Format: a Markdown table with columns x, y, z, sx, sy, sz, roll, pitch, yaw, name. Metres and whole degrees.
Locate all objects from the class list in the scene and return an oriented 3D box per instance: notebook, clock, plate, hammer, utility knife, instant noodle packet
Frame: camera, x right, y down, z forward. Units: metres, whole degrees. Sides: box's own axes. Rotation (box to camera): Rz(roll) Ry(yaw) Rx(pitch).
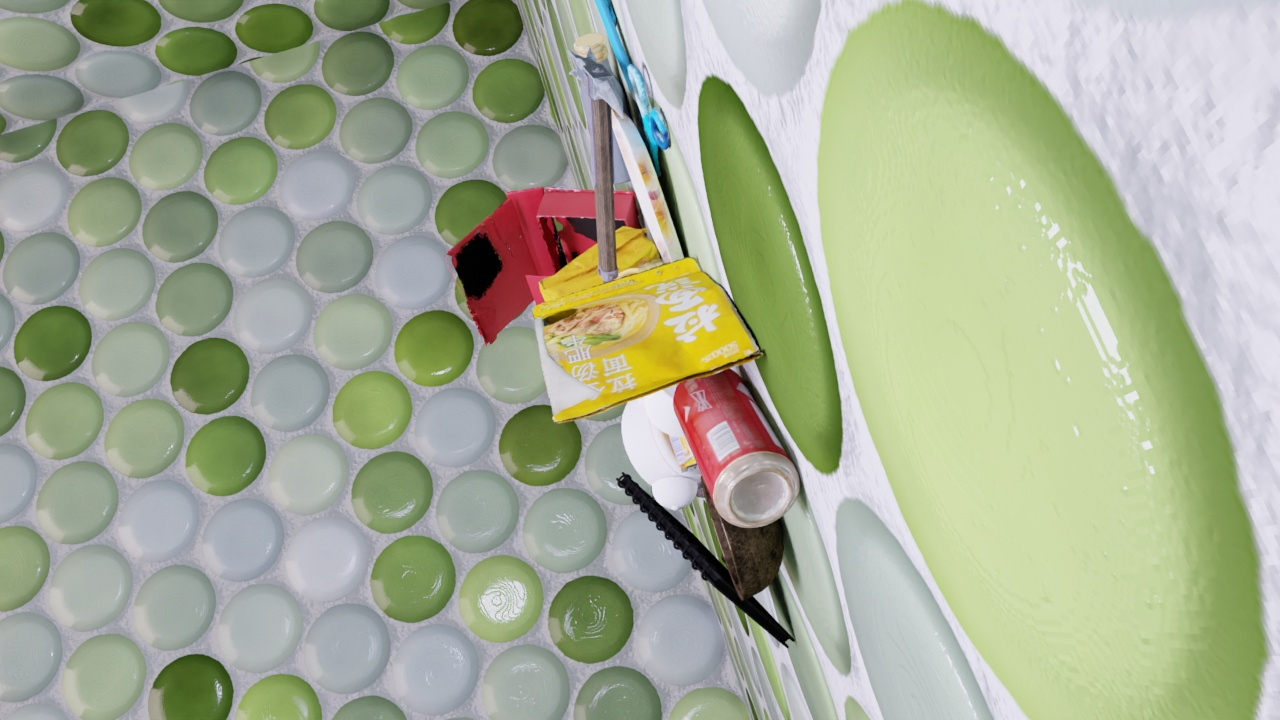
| x | y | z | sx | sy | sz | roll | pitch | yaw | name |
| --- | --- | --- | --- | --- | --- | --- | --- | --- | --- |
| 0.069 | 0.226 | 1.068 | 0.169 | 0.019 | 0.231 | 46 | 176 | -35 | notebook |
| 0.033 | 0.094 | 1.091 | 0.125 | 0.073 | 0.161 | -9 | -104 | -53 | clock |
| 0.008 | -0.177 | 0.946 | 0.186 | 0.016 | 0.187 | -110 | -1 | -56 | plate |
| -0.034 | -0.136 | 0.929 | 0.147 | 0.028 | 0.317 | -119 | 22 | -52 | hammer |
| -0.034 | -0.340 | 0.891 | 0.031 | 0.015 | 0.209 | 100 | 149 | -82 | utility knife |
| -0.001 | -0.011 | 0.761 | 0.221 | 0.163 | 0.084 | -117 | 11 | -73 | instant noodle packet |

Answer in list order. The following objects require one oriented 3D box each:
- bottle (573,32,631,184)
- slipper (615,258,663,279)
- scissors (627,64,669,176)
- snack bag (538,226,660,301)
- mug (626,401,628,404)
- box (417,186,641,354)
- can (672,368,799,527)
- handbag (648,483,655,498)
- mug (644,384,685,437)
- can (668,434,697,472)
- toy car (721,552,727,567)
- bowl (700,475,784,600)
| x | y | z | sx | sy | sz | roll | pitch | yaw | name |
| --- | --- | --- | --- | --- | --- | --- | --- | --- | --- |
| -0.039 | -0.283 | 1.026 | 0.072 | 0.046 | 0.161 | -110 | 4 | -48 | bottle |
| 0.009 | -0.059 | 1.042 | 0.099 | 0.078 | 0.263 | 63 | -178 | -2 | slipper |
| 0.015 | -0.202 | 0.848 | 0.141 | 0.014 | 0.090 | 77 | 169 | -63 | scissors |
| -0.042 | -0.066 | 1.216 | 0.068 | 0.159 | 0.247 | 47 | 164 | 32 | snack bag |
| 0.018 | 0.013 | 1.216 | 0.112 | 0.097 | 0.078 | 81 | 171 | -74 | mug |
| -0.145 | -0.141 | 1.319 | 0.211 | 0.315 | 0.124 | 77 | 178 | -55 | box |
| 0.073 | 0.063 | 0.746 | 0.170 | 0.067 | 0.067 | -113 | 6 | -61 | can |
| 0.045 | 0.105 | 1.184 | 0.067 | 0.106 | 0.121 | 70 | -178 | -75 | handbag |
| 0.050 | 0.012 | 0.937 | 0.088 | 0.081 | 0.114 | 96 | -172 | -69 | mug |
| 0.060 | 0.065 | 1.019 | 0.068 | 0.067 | 0.105 | 86 | 166 | -80 | can |
| 0.115 | 0.210 | 1.030 | 0.113 | 0.048 | 0.040 | 87 | 162 | -74 | toy car |
| 0.102 | 0.157 | 0.861 | 0.121 | 0.056 | 0.121 | 160 | 92 | -87 | bowl |
